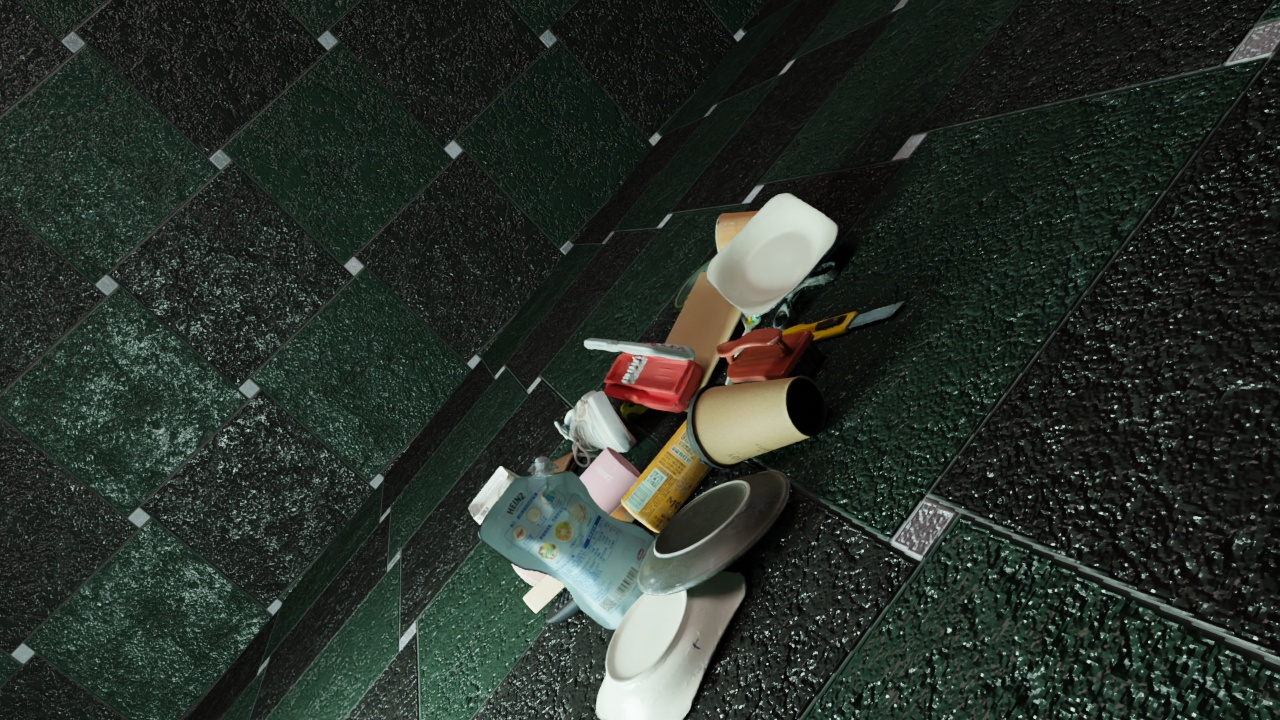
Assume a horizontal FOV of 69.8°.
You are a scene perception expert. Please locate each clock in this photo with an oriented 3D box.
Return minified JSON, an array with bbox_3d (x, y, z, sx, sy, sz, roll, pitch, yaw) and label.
[{"bbox_3d":[0.117,-0.113,1.397,0.162,0.056,0.116,-43,18,24],"label":"clock"}]

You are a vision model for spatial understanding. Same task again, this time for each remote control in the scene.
[{"bbox_3d":[-0.060,0.261,1.067,0.137,0.024,0.053,-45,10,19],"label":"remote control"}]

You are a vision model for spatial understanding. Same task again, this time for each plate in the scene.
[{"bbox_3d":[0.065,0.159,0.890,0.179,0.024,0.179,-36,11,8],"label":"plate"},{"bbox_3d":[0.176,-0.132,1.200,0.164,0.034,0.164,-46,37,6],"label":"plate"},{"bbox_3d":[0.016,0.258,0.849,0.164,0.034,0.164,-22,31,58],"label":"plate"}]

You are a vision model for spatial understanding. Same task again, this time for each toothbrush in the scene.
[{"bbox_3d":[0.125,0.001,1.181,0.189,0.029,0.020,-67,-20,-44],"label":"toothbrush"}]

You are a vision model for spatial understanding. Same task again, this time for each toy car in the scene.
[{"bbox_3d":[0.009,0.050,1.361,0.105,0.032,0.048,-37,19,33],"label":"toy car"}]

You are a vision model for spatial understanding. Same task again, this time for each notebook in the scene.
[{"bbox_3d":[0.079,-0.030,1.284,0.148,0.008,0.207,14,75,61],"label":"notebook"}]

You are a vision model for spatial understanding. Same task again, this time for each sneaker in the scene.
[{"bbox_3d":[-0.075,0.100,1.356,0.090,0.089,0.242,-36,10,-7],"label":"sneaker"}]

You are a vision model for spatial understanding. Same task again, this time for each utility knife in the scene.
[{"bbox_3d":[0.214,-0.040,1.032,0.033,0.015,0.224,-59,18,-23],"label":"utility knife"}]

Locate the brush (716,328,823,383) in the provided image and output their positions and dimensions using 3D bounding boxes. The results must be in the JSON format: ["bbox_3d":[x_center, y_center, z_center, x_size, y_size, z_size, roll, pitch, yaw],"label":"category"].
[{"bbox_3d":[0.139,-0.004,1.053,0.063,0.069,0.146,-54,16,-17],"label":"brush"}]

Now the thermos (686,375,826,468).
[{"bbox_3d":[0.117,0.060,0.947,0.144,0.093,0.092,-17,35,48],"label":"thermos"}]

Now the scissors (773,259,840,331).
[{"bbox_3d":[0.199,-0.091,1.199,0.160,0.014,0.180,-38,19,35],"label":"scissors"}]

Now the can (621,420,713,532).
[{"bbox_3d":[0.044,0.123,1.043,0.146,0.058,0.058,-50,15,-3],"label":"can"}]

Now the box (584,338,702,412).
[{"bbox_3d":[-0.009,0.005,1.276,0.202,0.100,0.095,8,68,60],"label":"box"}]

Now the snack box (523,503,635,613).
[{"bbox_3d":[-0.069,0.234,1.106,0.157,0.026,0.084,-45,-6,15],"label":"snack box"}]

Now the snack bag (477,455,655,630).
[{"bbox_3d":[-0.066,0.188,0.947,0.110,0.191,0.039,-53,17,-9],"label":"snack bag"}]

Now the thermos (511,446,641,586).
[{"bbox_3d":[-0.090,0.199,1.194,0.199,0.087,0.067,-48,-28,5],"label":"thermos"}]

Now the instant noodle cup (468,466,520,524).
[{"bbox_3d":[-0.165,0.217,1.276,0.116,0.124,0.117,-52,15,-8],"label":"instant noodle cup"}]

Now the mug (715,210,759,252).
[{"bbox_3d":[0.177,-0.176,1.289,0.123,0.078,0.078,-5,39,29],"label":"mug"}]

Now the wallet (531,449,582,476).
[{"bbox_3d":[-0.144,0.202,1.439,0.101,0.032,0.124,-34,23,38],"label":"wallet"}]
